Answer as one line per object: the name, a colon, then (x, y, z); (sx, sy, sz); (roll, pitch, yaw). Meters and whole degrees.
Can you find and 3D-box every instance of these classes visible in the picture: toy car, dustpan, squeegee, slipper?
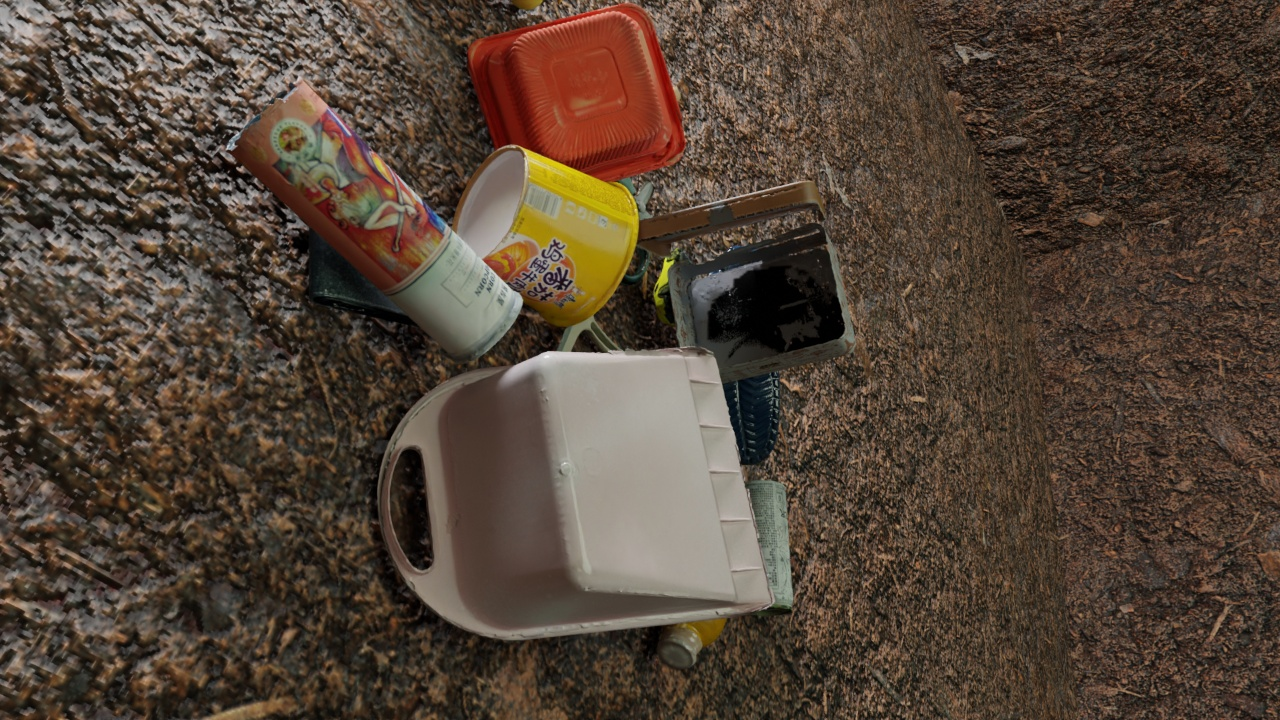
toy car: (0.038, -0.083, 1.050); (0.048, 0.032, 0.105); (50, 38, -33)
dustpan: (-0.048, 0.097, 0.702); (0.273, 0.139, 0.222); (14, 58, -46)
squeegee: (-0.006, 0.005, 0.937); (0.246, 0.039, 0.246); (44, 57, -42)
slipper: (0.105, -0.006, 1.071); (0.095, 0.105, 0.252); (144, -51, -81)

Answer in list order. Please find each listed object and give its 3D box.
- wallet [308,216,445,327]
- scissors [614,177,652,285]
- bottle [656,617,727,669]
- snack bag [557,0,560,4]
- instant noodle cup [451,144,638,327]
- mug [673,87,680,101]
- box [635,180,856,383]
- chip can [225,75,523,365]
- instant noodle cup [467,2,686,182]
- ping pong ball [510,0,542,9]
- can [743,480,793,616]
wallet: (-0.194, -0.079, 0.692); (0.120, 0.019, 0.097); (14, 64, -47)
scissors: (-0.027, -0.174, 1.006); (0.178, 0.019, 0.169); (52, 39, -28)
bottle: (0.065, 0.224, 0.916); (0.068, 0.068, 0.189); (61, 34, -19)
snack bag: (-0.132, -0.476, 0.907); (0.246, 0.068, 0.157); (49, 36, -17)
instant noodle cup: (-0.087, -0.110, 0.781); (0.109, 0.138, 0.137); (23, 57, -38)
mug: (-0.031, -0.297, 0.975); (0.124, 0.104, 0.084); (40, 45, -41)
box: (0.108, -0.078, 0.914); (0.193, 0.183, 0.156); (23, 54, -68)
chip can: (-0.180, -0.092, 0.641); (0.214, 0.071, 0.071); (46, 41, -27)
instant noodle cup: (-0.052, -0.246, 0.854); (0.188, 0.079, 0.164); (-20, 93, -13)
ping pong ball: (-0.117, -0.380, 0.939); (0.040, 0.040, 0.040); (30, 52, -48)
can: (0.141, 0.213, 1.050); (0.058, 0.058, 0.146); (30, 51, -48)
